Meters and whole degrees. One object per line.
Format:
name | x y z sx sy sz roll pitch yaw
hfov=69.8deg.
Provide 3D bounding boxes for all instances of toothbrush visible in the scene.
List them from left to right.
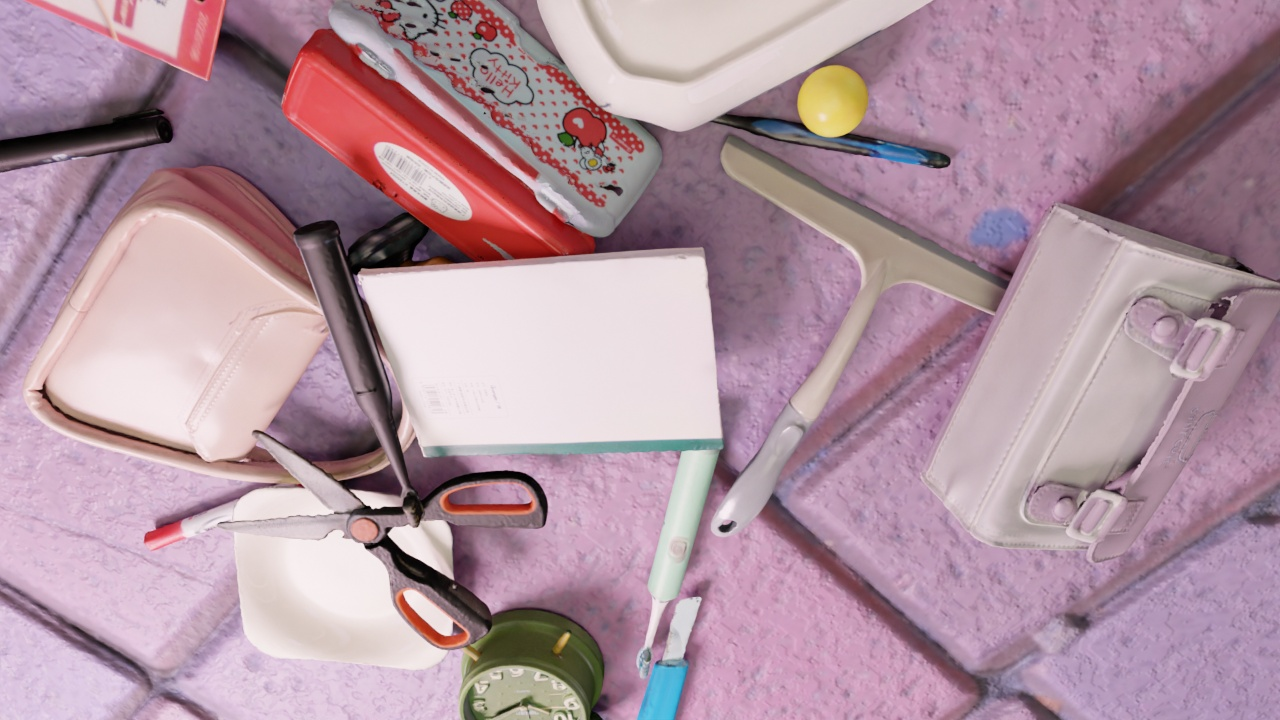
toothbrush | -0.171 0.016 0.580 0.026 0.027 0.213 -13 115 -4
toothbrush | 0.023 0.146 0.683 0.026 0.027 0.225 10 115 -6
toothbrush | 0.097 -0.138 0.558 0.189 0.016 0.014 10 106 -3

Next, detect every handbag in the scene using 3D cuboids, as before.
handbag | -0.256 0.003 0.617 0.234 0.093 0.194 33 112 -19
handbag | 0.283 0.021 0.563 0.144 0.098 0.197 8 115 -22

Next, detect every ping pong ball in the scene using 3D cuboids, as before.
ping pong ball | 0.112 -0.150 0.533 0.040 0.040 0.040 2 115 3

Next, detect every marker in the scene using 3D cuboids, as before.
marker | -0.364 -0.139 0.584 0.132 0.020 0.022 -8 97 7
marker | -0.315 0.116 0.699 0.145 0.017 0.017 -20 112 13

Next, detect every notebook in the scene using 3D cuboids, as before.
notebook | -0.057 0.002 0.574 0.209 0.012 0.150 -2 127 9

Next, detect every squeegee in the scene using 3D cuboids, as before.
squeegee | 0.108 0.022 0.596 0.246 0.039 0.247 26 107 -8

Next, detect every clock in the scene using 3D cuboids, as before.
clock | -0.087 0.276 0.734 0.116 0.056 0.161 -5 114 7

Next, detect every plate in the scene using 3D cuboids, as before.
plate | -0.221 0.161 0.700 0.164 0.034 0.164 6 115 -2
plate | 0.068 -0.234 0.493 0.266 0.034 0.162 -25 107 11

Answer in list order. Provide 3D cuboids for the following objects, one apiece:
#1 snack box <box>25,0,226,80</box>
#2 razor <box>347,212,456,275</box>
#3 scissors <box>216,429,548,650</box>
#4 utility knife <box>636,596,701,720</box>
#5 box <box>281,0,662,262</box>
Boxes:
snack box | -0.282 -0.239 0.519 0.127 0.044 0.113 23 113 -5
razor | -0.108 -0.039 0.599 0.167 0.062 0.067 28 82 -14
scissors | -0.170 0.120 0.648 0.231 0.021 0.221 -22 113 5
utility knife | 0.019 0.271 0.744 0.034 0.018 0.210 12 116 -2
box | -0.098 -0.141 0.554 0.201 0.099 0.113 37 146 -14
